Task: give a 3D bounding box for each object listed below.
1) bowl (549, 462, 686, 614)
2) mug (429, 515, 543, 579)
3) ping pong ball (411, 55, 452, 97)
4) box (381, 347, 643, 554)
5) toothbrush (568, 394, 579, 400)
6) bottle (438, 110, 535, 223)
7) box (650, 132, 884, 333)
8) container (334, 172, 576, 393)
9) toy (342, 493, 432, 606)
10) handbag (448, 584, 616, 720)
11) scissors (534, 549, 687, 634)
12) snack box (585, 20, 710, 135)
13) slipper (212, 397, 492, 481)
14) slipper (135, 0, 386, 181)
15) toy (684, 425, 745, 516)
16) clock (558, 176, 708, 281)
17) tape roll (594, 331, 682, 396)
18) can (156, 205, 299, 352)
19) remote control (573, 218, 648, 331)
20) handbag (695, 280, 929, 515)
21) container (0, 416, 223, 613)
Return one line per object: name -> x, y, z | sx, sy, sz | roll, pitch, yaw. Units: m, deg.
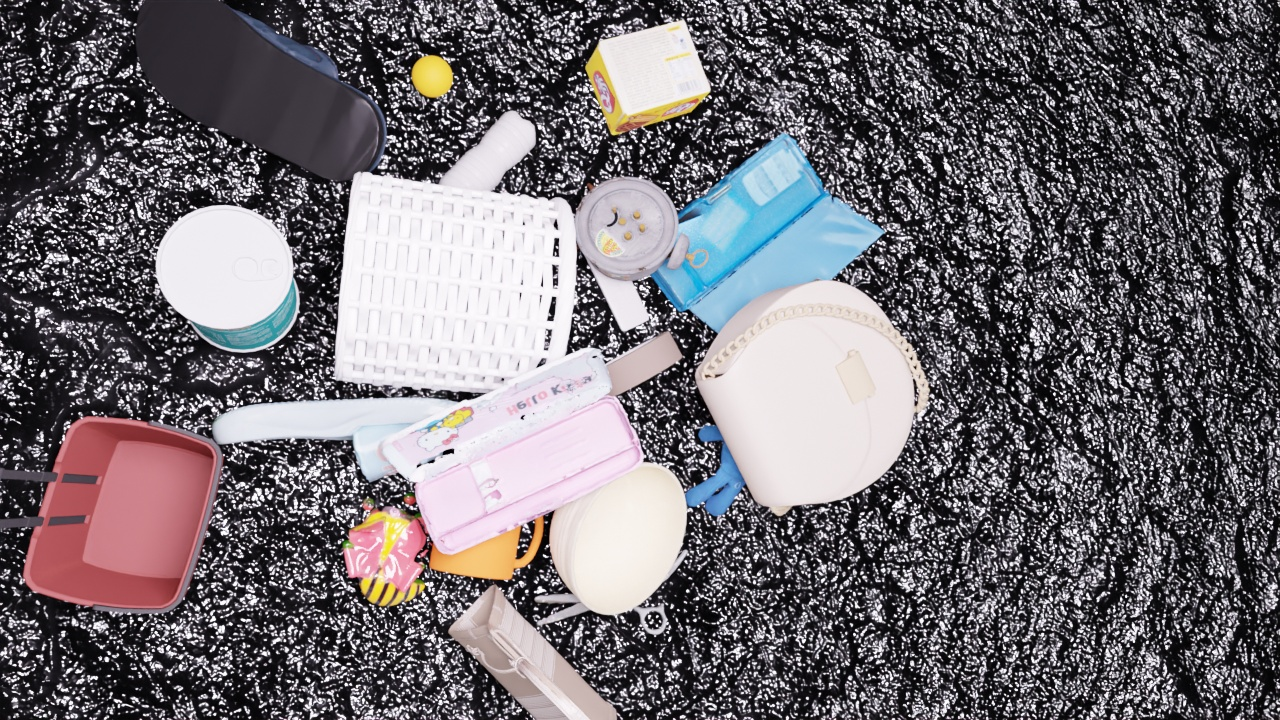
bowl -> -0.033, 0.162, 0.894 | 0.150, 0.075, 0.151 | -17, 115, -42
mug -> -0.139, 0.156, 0.878 | 0.112, 0.078, 0.096 | 17, 77, -39
ping pong ball -> -0.209, -0.285, 0.922 | 0.040, 0.040, 0.040 | 2, 82, -18
box -> -0.106, 0.078, 0.788 | 0.201, 0.101, 0.111 | -24, 74, -4
toothbrush -> -0.036, 0.086, 0.946 | 0.021, 0.016, 0.135 | -36, 95, -19
bottle -> -0.161, -0.192, 0.925 | 0.044, 0.044, 0.136 | 42, 73, -9
box -> 0.129, -0.127, 1.006 | 0.231, 0.060, 0.175 | -38, 80, -18
container -> -0.170, -0.065, 0.830 | 0.186, 0.190, 0.189 | 6, 81, -17
toy -> -0.235, 0.179, 0.857 | 0.084, 0.046, 0.103 | -3, 89, -32
handbag -> -0.076, 0.292, 0.811 | 0.062, 0.198, 0.175 | -44, 98, -18
scissors -> -0.027, 0.230, 0.933 | 0.153, 0.014, 0.130 | 27, 76, -17
snack box -> 0.007, -0.302, 0.984 | 0.105, 0.061, 0.083 | -21, 91, -19
slipper -> -0.257, 0.073, 0.834 | 0.245, 0.104, 0.074 | 0, 85, -12
slipper -> -0.344, -0.254, 0.861 | 0.265, 0.083, 0.109 | 30, 105, 5
toy -> 0.100, 0.077, 0.967 | 0.112, 0.071, 0.176 | 31, 74, -24
clock -> -0.001, -0.127, 0.932 | 0.148, 0.056, 0.103 | 21, 77, 5
tape roll -> -0.005, 0.005, 0.925 | 0.093, 0.094, 0.030 | -30, 93, -19
can -> -0.351, -0.066, 0.793 | 0.099, 0.144, 0.099 | 2, 82, -18
remote control -> -0.034, -0.095, 0.971 | 0.033, 0.012, 0.131 | -27, 92, -17
handbag -> 0.168, 0.031, 0.925 | 0.208, 0.103, 0.210 | -31, 101, -22
container -> -0.408, 0.120, 0.722 | 0.127, 0.201, 0.148 | 15, 79, -16
